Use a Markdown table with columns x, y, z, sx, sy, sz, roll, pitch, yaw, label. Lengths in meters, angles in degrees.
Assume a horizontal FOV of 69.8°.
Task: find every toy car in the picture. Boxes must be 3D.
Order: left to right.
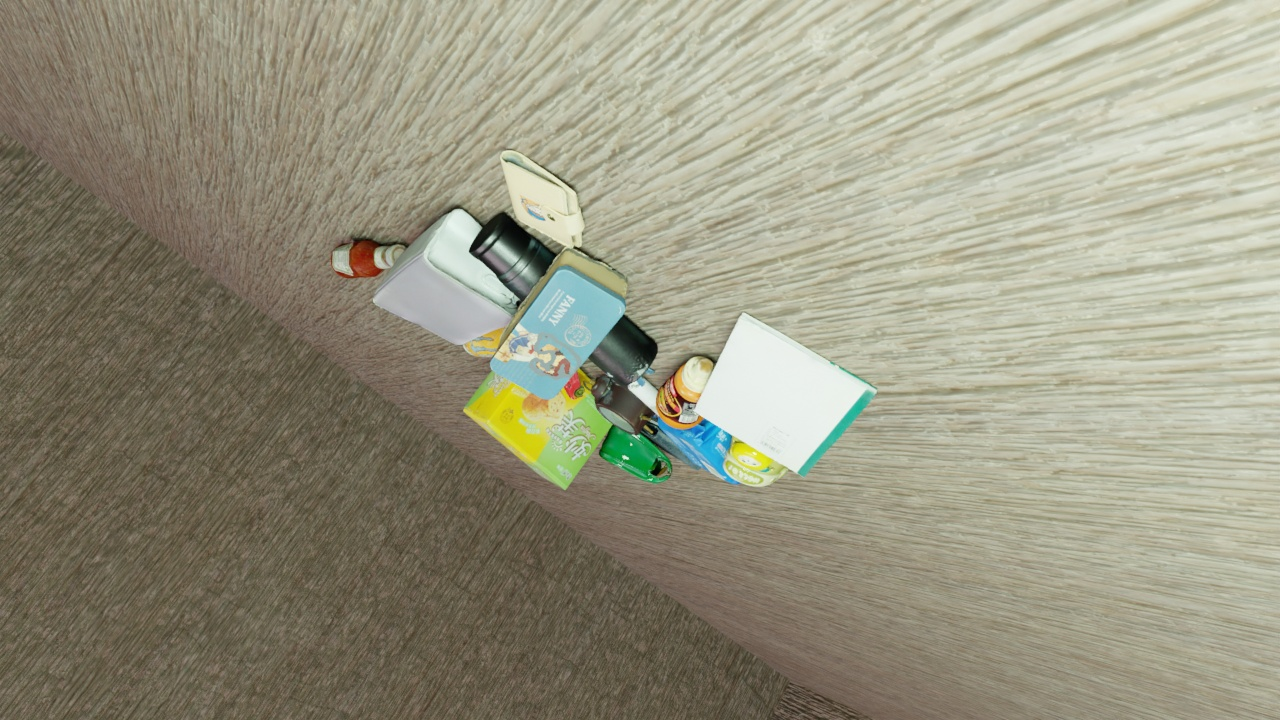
| x | y | z | sx | sy | sz | roll | pitch | yaw | label |
| --- | --- | --- | --- | --- | --- | --- | --- | --- | --- |
| -0.107 | 0.009 | 1.311 | 0.049 | 0.031 | 0.106 | 55 | 161 | 42 | toy car |

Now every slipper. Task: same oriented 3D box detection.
| x | y | z | sx | sy | sz | roll | pitch | yaw | label |
| --- | --- | --- | --- | --- | --- | --- | --- | --- | --- |
| 0.148 | 0.120 | 1.136 | 0.092 | 0.081 | 0.191 | 26 | 164 | 14 | slipper |

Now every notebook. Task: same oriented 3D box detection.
| x | y | z | sx | sy | sz | roll | pitch | yaw | label |
| --- | --- | --- | --- | --- | --- | --- | --- | --- | --- |
| 0.143 | 0.044 | 0.968 | 0.150 | 0.012 | 0.210 | 31 | 149 | 7 | notebook |

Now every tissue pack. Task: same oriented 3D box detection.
| x | y | z | sx | sy | sz | roll | pitch | yaw | label |
| --- | --- | --- | --- | --- | --- | --- | --- | --- | --- |
| 0.088 | 0.107 | 1.241 | 0.095 | 0.052 | 0.157 | 25 | 163 | 46 | tissue pack |

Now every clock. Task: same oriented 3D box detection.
| x | y | z | sx | sy | sz | roll | pitch | yaw | label |
| --- | --- | --- | --- | --- | --- | --- | --- | --- | --- |
| -0.030 | 0.059 | 1.323 | 0.122 | 0.055 | 0.082 | 30 | 163 | 15 | clock |

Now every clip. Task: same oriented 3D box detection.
| x | y | z | sx | sy | sz | roll | pitch | yaw | label |
| --- | --- | --- | --- | --- | --- | --- | --- | --- | --- |
| -0.010 | 0.007 | 1.210 | 0.058 | 0.045 | 0.027 | 38 | 165 | 1 | clip |

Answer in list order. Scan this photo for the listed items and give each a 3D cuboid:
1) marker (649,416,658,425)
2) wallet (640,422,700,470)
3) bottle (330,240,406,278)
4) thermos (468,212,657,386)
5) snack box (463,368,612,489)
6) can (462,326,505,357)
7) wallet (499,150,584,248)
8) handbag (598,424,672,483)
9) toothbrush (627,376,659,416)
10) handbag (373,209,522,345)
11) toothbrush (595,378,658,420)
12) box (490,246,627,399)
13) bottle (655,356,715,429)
| x | y | z | sx | sy | sz | roll | pitch | yaw | label |
| --- | --- | --- | --- | --- | --- | --- | --- | --- | --- |
| -0.002 | 0.076 | 1.394 | 0.124 | 0.015 | 0.018 | 28 | 168 | 4 | marker |
| 0.036 | 0.129 | 1.441 | 0.097 | 0.019 | 0.121 | 41 | 172 | -23 | wallet |
| -0.412 | -0.156 | 1.406 | 0.206 | 0.059 | 0.060 | 4 | 148 | 51 | bottle |
| -0.087 | -0.074 | 1.065 | 0.242 | 0.068 | 0.090 | 42 | -167 | -22 | thermos |
| -0.144 | 0.076 | 1.397 | 0.070 | 0.157 | 0.210 | 21 | 160 | 46 | snack box |
| -0.193 | -0.033 | 1.319 | 0.146 | 0.058 | 0.058 | 1 | 146 | 44 | can |
| -0.094 | -0.154 | 0.907 | 0.087 | 0.024 | 0.115 | 29 | 161 | 10 | wallet |
| -0.005 | 0.151 | 1.485 | 0.120 | 0.068 | 0.131 | 29 | 174 | -2 | handbag |
| 0.011 | 0.046 | 1.264 | 0.027 | 0.026 | 0.221 | -30 | 124 | 26 | toothbrush |
| -0.228 | -0.094 | 1.144 | 0.145 | 0.098 | 0.197 | 40 | 151 | -20 | handbag |
| 0.011 | 0.076 | 1.367 | 0.189 | 0.016 | 0.014 | 30 | 157 | 11 | toothbrush |
| -0.085 | -0.043 | 0.994 | 0.089 | 0.059 | 0.185 | 28 | 128 | -15 | box |
| 0.060 | 0.033 | 1.092 | 0.067 | 0.066 | 0.150 | 32 | 156 | 4 | bottle |
